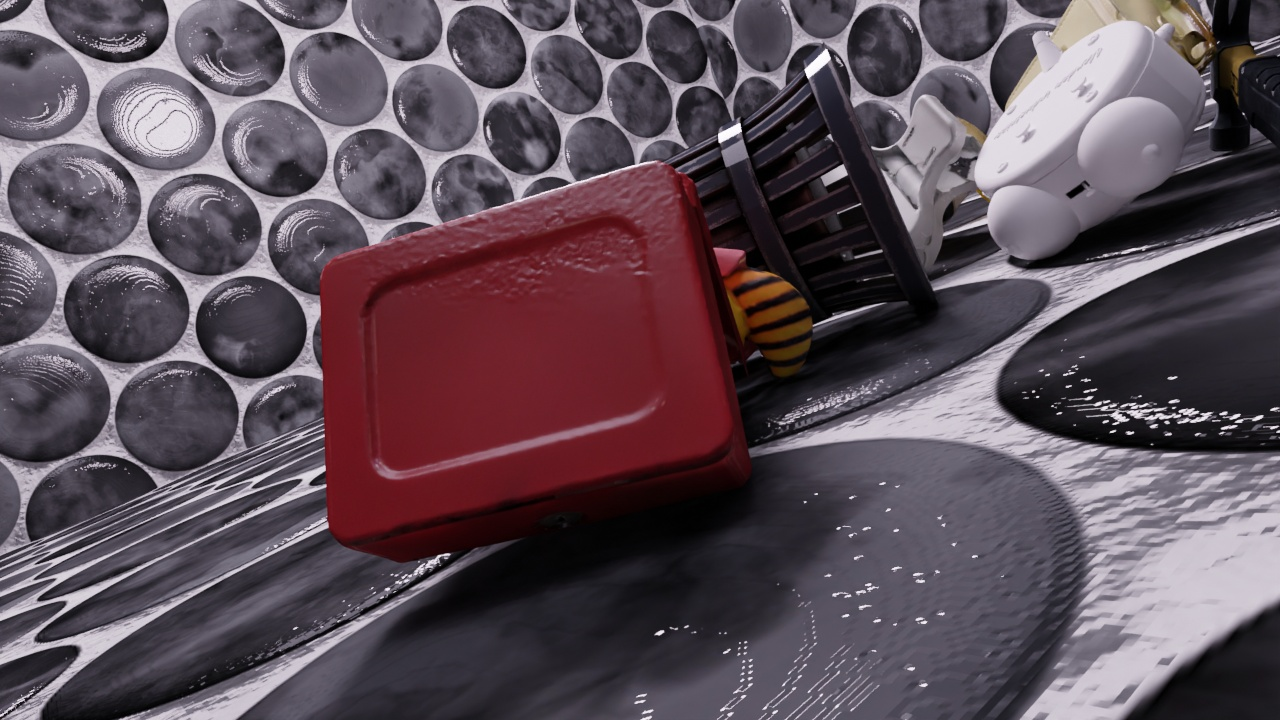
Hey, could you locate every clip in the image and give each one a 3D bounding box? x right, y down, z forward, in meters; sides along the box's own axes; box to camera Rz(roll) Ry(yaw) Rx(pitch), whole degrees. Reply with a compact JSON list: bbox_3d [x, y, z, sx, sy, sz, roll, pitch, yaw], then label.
[{"bbox_3d":[0.182,-0.117,0.668,0.143,0.072,0.124,-42,42,21],"label":"clip"}]

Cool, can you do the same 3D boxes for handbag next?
[{"bbox_3d":[0.337,-0.196,0.653,0.081,0.111,0.120,7,-44,-12],"label":"handbag"}]

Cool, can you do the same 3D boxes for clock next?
[{"bbox_3d":[0.261,-0.141,0.553,0.126,0.073,0.160,-44,14,47],"label":"clock"}]

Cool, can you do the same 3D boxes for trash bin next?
[{"bbox_3d":[0.044,-0.067,0.579,0.228,0.164,0.164,-24,6,19],"label":"trash bin"}]

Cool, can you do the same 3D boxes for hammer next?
[{"bbox_3d":[0.353,-0.152,0.516,0.025,0.118,0.332,-3,20,26],"label":"hammer"}]

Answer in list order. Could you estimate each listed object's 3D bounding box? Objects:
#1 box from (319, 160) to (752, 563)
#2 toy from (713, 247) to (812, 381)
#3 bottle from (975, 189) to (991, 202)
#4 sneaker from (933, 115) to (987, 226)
[{"bbox_3d":[-0.038,0.010,0.382,0.157,0.154,0.168,-15,36,12],"label":"box"},{"bbox_3d":[0.039,-0.019,0.492,0.103,0.084,0.046,0,15,3],"label":"toy"},{"bbox_3d":[0.327,-0.163,0.778,0.071,0.071,0.163,-20,6,16],"label":"bottle"},{"bbox_3d":[0.214,-0.119,0.807,0.102,0.089,0.242,-59,3,-17],"label":"sneaker"}]
